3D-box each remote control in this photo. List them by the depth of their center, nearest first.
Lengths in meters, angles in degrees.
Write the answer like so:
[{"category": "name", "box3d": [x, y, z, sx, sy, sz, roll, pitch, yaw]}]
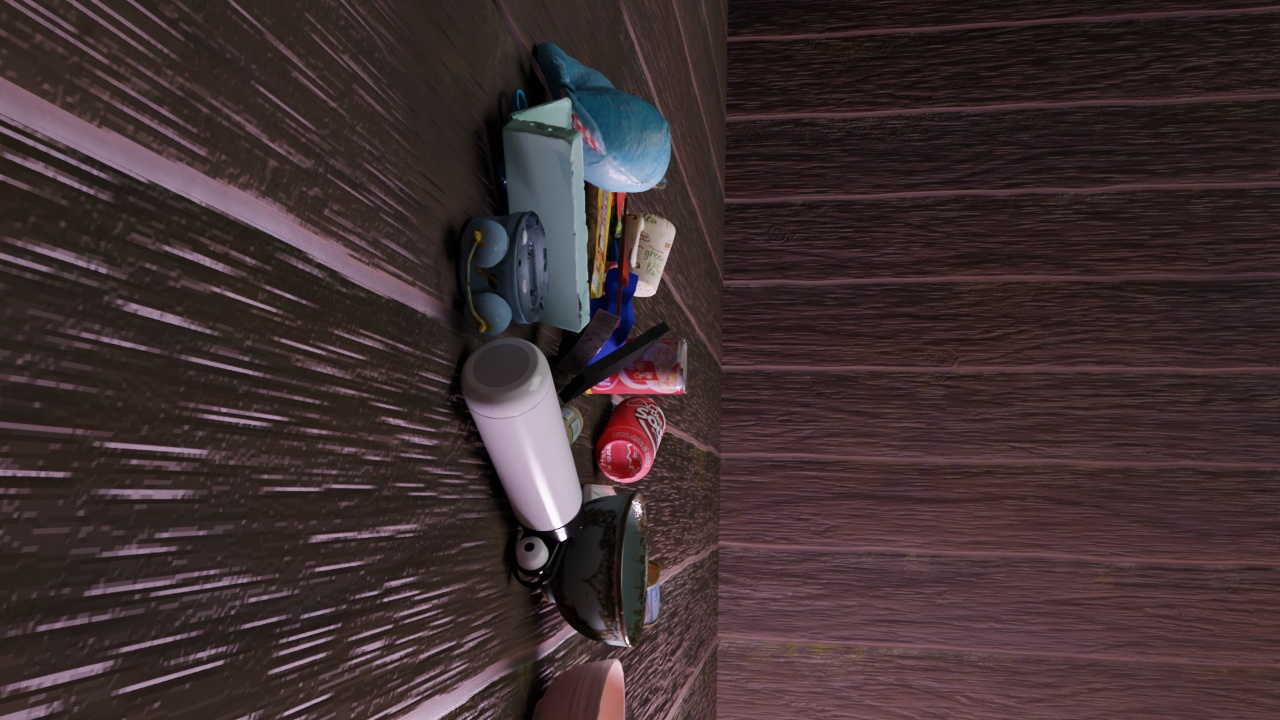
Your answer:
[{"category": "remote control", "box3d": [-0.026, 0.001, 0.966, 0.133, 0.013, 0.058, -31, 171, -41]}, {"category": "remote control", "box3d": [-0.049, 0.180, 1.144, 0.133, 0.022, 0.050, 40, 51, -77]}]

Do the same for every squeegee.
[{"category": "squeegee", "box3d": [-0.035, -0.045, 1.004, 0.248, 0.055, 0.185, -88, -161, -52]}]

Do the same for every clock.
[{"category": "clock", "box3d": [-0.110, -0.070, 0.714, 0.124, 0.052, 0.089, -58, 149, -70]}]

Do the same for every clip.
[{"category": "clip", "box3d": [-0.045, -0.111, 1.176, 0.044, 0.023, 0.060, 80, 20, -53]}]

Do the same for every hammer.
[{"category": "hammer", "box3d": [-0.055, -0.131, 0.962, 0.120, 0.033, 0.329, -44, -145, 43]}]

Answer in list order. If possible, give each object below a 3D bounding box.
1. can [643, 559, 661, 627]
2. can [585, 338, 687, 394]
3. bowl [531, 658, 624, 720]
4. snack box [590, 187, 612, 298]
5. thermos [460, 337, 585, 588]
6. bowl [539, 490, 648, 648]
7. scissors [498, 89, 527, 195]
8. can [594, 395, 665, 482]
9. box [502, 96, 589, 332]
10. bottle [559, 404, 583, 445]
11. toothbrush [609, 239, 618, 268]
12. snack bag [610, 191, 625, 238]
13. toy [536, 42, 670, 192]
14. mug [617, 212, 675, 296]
[{"category": "can", "box3d": [-0.026, 0.267, 1.064, 0.053, 0.100, 0.059, -65, 157, -64]}, {"category": "can", "box3d": [-0.006, 0.006, 1.089, 0.066, 0.124, 0.066, 1, 89, -80]}, {"category": "bowl", "box3d": [-0.065, 0.371, 0.907, 0.153, 0.076, 0.153, 2, 89, -79]}, {"category": "snack box", "box3d": [-0.058, -0.150, 1.078, 0.075, 0.025, 0.152, 70, 23, -64]}, {"category": "thermos", "box3d": [-0.097, 0.091, 0.765, 0.230, 0.068, 0.101, 80, 27, -48]}, {"category": "bowl", "box3d": [-0.049, 0.212, 0.942, 0.159, 0.094, 0.160, 1, 89, -80]}, {"category": "scissors", "box3d": [-0.108, -0.176, 0.831, 0.130, 0.014, 0.116, 86, 12, -61]}, {"category": "can", "box3d": [-0.012, 0.101, 1.207, 0.142, 0.074, 0.074, -63, 151, -69]}, {"category": "box", "box3d": [-0.069, -0.130, 0.805, 0.091, 0.077, 0.189, -55, 152, -48]}, {"category": "bottle", "box3d": [-0.084, 0.070, 0.894, 0.109, 0.043, 0.043, -47, 137, -77]}, {"category": "toothbrush", "box3d": [-0.038, -0.105, 1.223, 0.021, 0.016, 0.132, 74, 19, -64]}, {"category": "snack bag", "box3d": [-0.034, -0.228, 1.206, 0.087, 0.044, 0.155, -91, 180, -49]}, {"category": "toy", "box3d": [-0.051, -0.230, 0.889, 0.180, 0.115, 0.183, 51, 17, 20]}, {"category": "mug", "box3d": [0.001, -0.151, 1.266, 0.122, 0.081, 0.097, 86, 14, -73]}]
